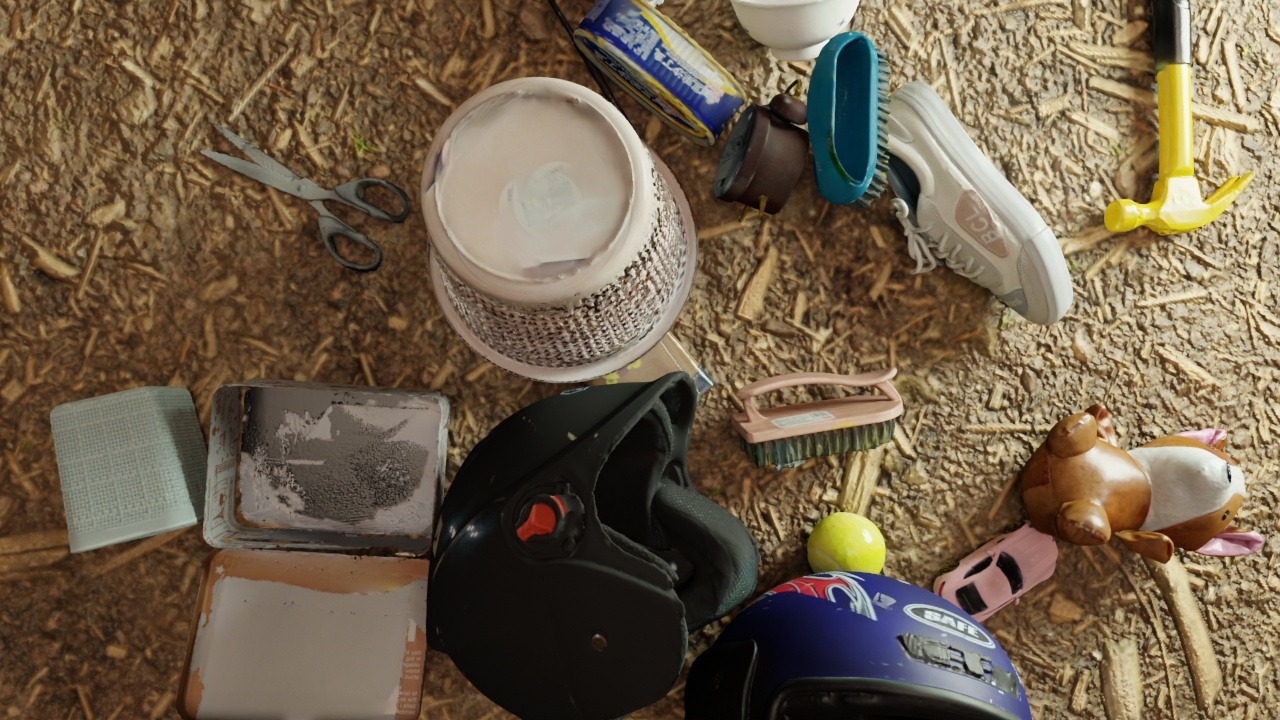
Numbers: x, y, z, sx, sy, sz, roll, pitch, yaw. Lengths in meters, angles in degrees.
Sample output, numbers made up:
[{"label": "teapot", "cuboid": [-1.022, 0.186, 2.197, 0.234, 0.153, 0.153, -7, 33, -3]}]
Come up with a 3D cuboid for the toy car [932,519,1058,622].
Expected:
[{"label": "toy car", "cuboid": [0.318, 0.190, 0.816, 0.122, 0.037, 0.056, -31, 95, -6]}]

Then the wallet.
[{"label": "wallet", "cuboid": [-0.005, 0.005, 0.783, 0.090, 0.033, 0.115, -39, 91, -3]}]

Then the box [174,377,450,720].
[{"label": "box", "cuboid": [-0.250, 0.149, 0.721, 0.178, 0.105, 0.260, 4, 90, -6]}]

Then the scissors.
[{"label": "scissors", "cuboid": [-0.274, -0.145, 0.763, 0.156, 0.014, 0.168, -22, 90, -3]}]

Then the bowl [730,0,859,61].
[{"label": "bowl", "cuboid": [0.131, -0.291, 0.767, 0.118, 0.118, 0.065, -19, 132, -5]}]

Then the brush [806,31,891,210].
[{"label": "brush", "cuboid": [0.161, -0.195, 0.731, 0.073, 0.055, 0.143, 11, 79, -45]}]

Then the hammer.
[{"label": "hammer", "cuboid": [0.480, -0.263, 0.826, 0.128, 0.033, 0.300, -3, 92, -6]}]

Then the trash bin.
[{"label": "trash bin", "cuboid": [-0.066, -0.102, 0.678, 0.227, 0.192, 0.227, 0, 85, 1]}]

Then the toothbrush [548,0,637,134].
[{"label": "toothbrush", "cuboid": [-0.054, -0.264, 0.780, 0.018, 0.015, 0.181, -34, 93, 2]}]

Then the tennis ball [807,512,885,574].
[{"label": "tennis ball", "cuboid": [0.176, 0.163, 0.786, 0.065, 0.065, 0.065, 0, 91, -6]}]

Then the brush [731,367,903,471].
[{"label": "brush", "cuboid": [0.154, 0.045, 0.783, 0.145, 0.063, 0.073, -9, 102, -6]}]

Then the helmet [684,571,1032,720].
[{"label": "helmet", "cuboid": [0.165, 0.277, 0.663, 0.247, 0.316, 0.240, 20, 76, -13]}]

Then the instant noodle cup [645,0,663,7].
[{"label": "instant noodle cup", "cuboid": [0.003, -0.385, 0.728, 0.137, 0.060, 0.173, 16, 88, -43]}]

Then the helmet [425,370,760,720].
[{"label": "helmet", "cuboid": [-0.040, 0.136, 0.682, 0.230, 0.233, 0.274, 8, 92, 17]}]

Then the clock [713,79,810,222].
[{"label": "clock", "cuboid": [0.105, -0.177, 0.765, 0.055, 0.082, 0.122, 20, 90, -10]}]

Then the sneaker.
[{"label": "sneaker", "cuboid": [0.267, -0.114, 0.779, 0.090, 0.089, 0.242, -39, 94, -2]}]

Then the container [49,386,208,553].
[{"label": "container", "cuboid": [-0.393, 0.081, 0.717, 0.090, 0.090, 0.111, -13, 88, -6]}]

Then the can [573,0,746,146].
[{"label": "can", "cuboid": [0.016, -0.240, 0.754, 0.148, 0.074, 0.049, 36, 89, -17]}]

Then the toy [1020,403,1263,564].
[{"label": "toy", "cuboid": [0.438, 0.106, 0.791, 0.199, 0.131, 0.140, 8, 70, -13]}]
